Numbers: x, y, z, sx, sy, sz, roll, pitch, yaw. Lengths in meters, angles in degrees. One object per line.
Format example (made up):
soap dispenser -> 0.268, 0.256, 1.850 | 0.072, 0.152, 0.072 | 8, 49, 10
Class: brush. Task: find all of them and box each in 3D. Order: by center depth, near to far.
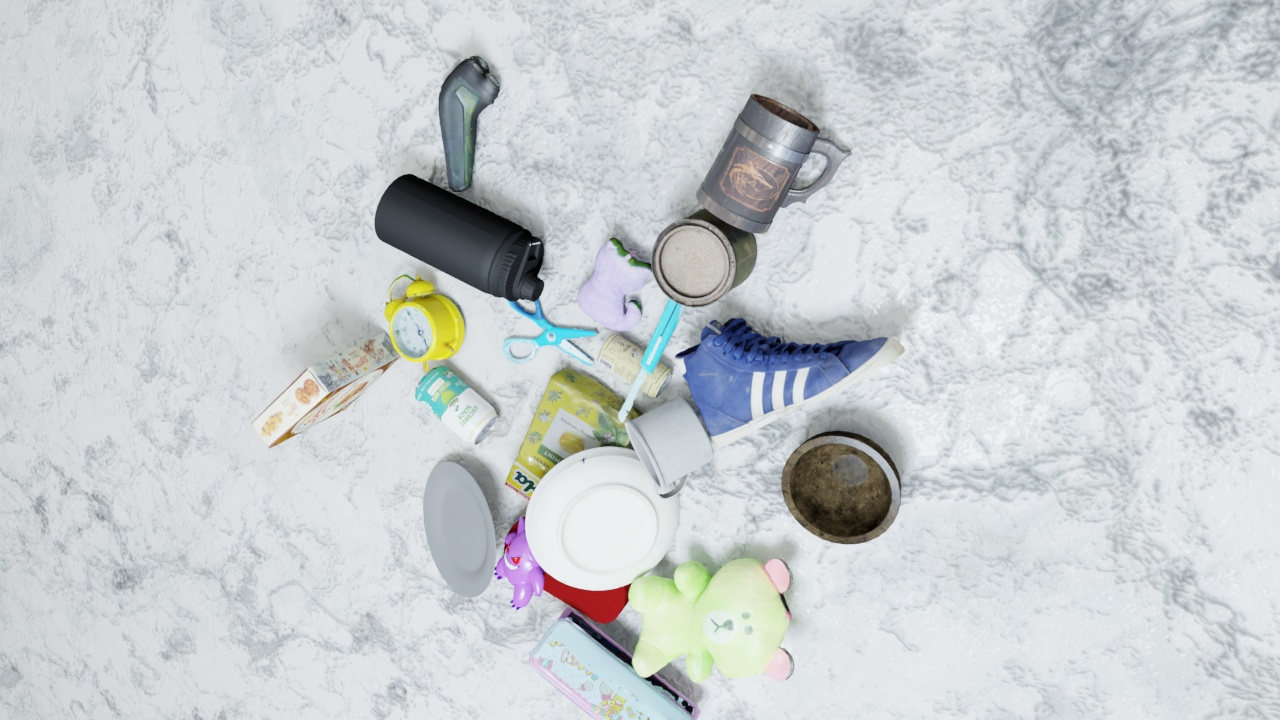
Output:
brush -> -0.088, 0.257, 1.154 | 0.173, 0.041, 0.082 | 27, 117, 15

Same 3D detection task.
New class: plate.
plate -> -0.039, 0.189, 1.053 | 0.182, 0.034, 0.182 | -4, 108, -12
plate -> -0.234, 0.219, 1.193 | 0.179, 0.012, 0.178 | 10, 104, 47

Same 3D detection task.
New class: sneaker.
sneaker -> 0.138, -0.010, 0.930 | 0.234, 0.091, 0.118 | -32, 90, 39

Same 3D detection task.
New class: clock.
clock -> -0.268, -0.049, 1.123 | 0.083, 0.057, 0.118 | -33, 84, 30

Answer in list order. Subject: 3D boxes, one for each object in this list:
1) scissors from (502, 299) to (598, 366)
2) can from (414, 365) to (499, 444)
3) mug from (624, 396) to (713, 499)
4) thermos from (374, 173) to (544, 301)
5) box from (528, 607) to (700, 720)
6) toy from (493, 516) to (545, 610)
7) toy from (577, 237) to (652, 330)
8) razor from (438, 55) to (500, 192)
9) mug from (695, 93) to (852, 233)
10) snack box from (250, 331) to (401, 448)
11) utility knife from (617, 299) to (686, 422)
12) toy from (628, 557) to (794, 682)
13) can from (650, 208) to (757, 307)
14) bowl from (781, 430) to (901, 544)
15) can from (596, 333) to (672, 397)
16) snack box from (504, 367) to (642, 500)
scissors -> -0.109, -0.041, 1.075 | 0.140, 0.013, 0.118 | -1, 107, 28
can -> -0.229, 0.056, 1.141 | 0.101, 0.054, 0.055 | 39, 120, 8
mug -> 0.035, 0.100, 1.010 | 0.070, 0.084, 0.113 | -27, 125, -9
thermos -> -0.194, -0.133, 1.040 | 0.199, 0.085, 0.086 | 27, 117, 15
box -> -0.036, 0.407, 1.131 | 0.214, 0.091, 0.090 | 37, 153, 6
toy -> -0.137, 0.242, 1.114 | 0.106, 0.055, 0.088 | 47, 134, 44
toy -> -0.024, -0.080, 1.008 | 0.080, 0.036, 0.100 | 35, 124, -1
razor -> -0.191, -0.259, 1.019 | 0.067, 0.053, 0.152 | 10, 119, 4
mug -> 0.129, -0.182, 0.883 | 0.115, 0.079, 0.107 | 21, 118, -14
snack box -> -0.395, 0.037, 1.161 | 0.143, 0.146, 0.041 | -37, 91, 30
utility knife -> 0.016, -0.007, 0.996 | 0.022, 0.015, 0.167 | 25, 97, 4
toy -> 0.087, 0.297, 1.057 | 0.197, 0.107, 0.150 | -5, 90, 18
can -> 0.065, -0.105, 0.933 | 0.090, 0.074, 0.090 | 9, 111, 22
bowl -> 0.213, 0.124, 0.955 | 0.121, 0.056, 0.121 | 9, 111, 23
can -> -0.006, 0.006, 1.027 | 0.079, 0.038, 0.038 | 34, 119, 11
snack box -> -0.080, 0.108, 1.095 | 0.121, 0.045, 0.181 | 32, 119, 12
